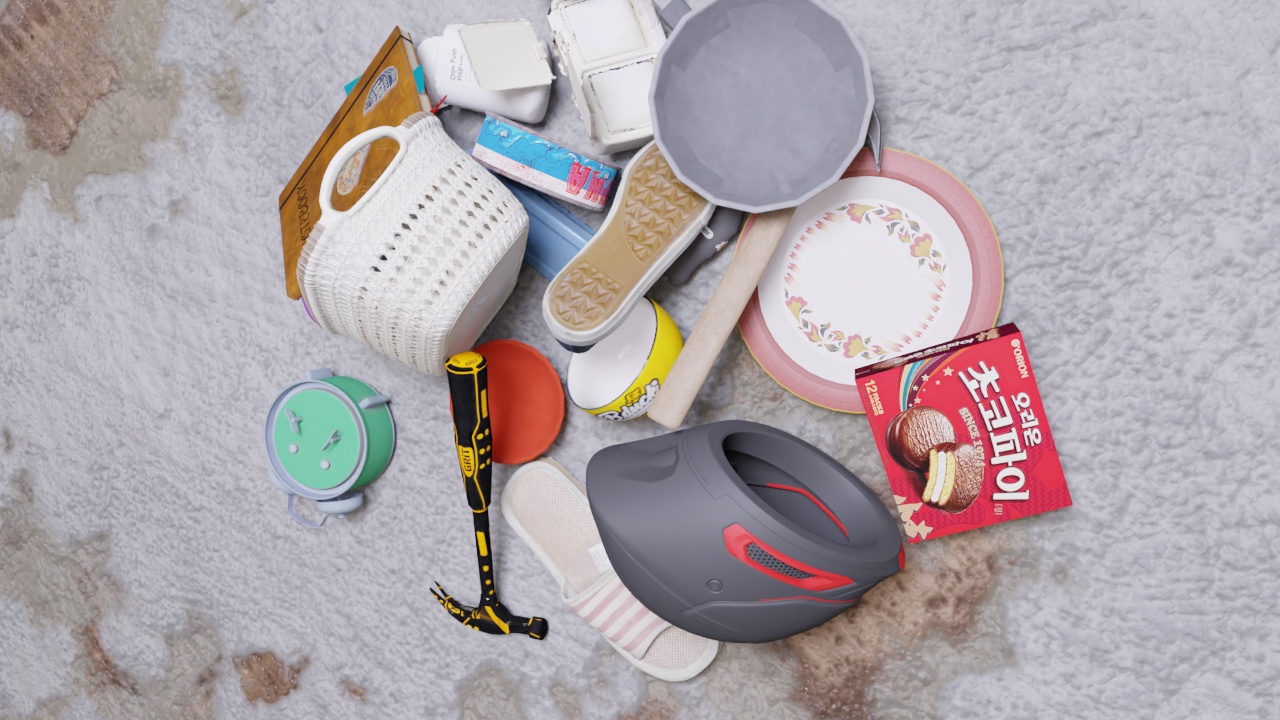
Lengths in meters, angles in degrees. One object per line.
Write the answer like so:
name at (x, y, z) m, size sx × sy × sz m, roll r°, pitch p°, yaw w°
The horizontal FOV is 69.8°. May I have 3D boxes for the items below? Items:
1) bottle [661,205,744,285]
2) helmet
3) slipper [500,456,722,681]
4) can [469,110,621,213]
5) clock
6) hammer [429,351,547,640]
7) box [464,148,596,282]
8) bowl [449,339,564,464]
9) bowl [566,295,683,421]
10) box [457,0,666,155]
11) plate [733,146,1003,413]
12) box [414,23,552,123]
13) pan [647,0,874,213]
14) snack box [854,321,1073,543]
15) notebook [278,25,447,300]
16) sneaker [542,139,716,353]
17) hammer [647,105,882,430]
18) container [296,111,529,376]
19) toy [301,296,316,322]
bottle at (0.061, -0.114, 0.832) m, size 0.110 × 0.036 × 0.036 m, roll -43°, pitch 81°, yaw 16°
helmet at (0.071, 0.151, 0.783) m, size 0.264 × 0.163 × 0.170 m, roll 29°, pitch 119°, yaw -5°
slipper at (-0.033, 0.200, 0.879) m, size 0.263 × 0.052 × 0.115 m, roll 43°, pitch 106°, yaw 10°
can at (-0.085, -0.178, 0.824) m, size 0.130 × 0.129 × 0.044 m, roll 26°, pitch 101°, yaw 14°
clock at (-0.329, 0.097, 0.949) m, size 0.122 × 0.075 × 0.162 m, roll 23°, pitch 101°, yaw 14°
hammer at (-0.154, 0.135, 0.864) m, size 0.123 × 0.036 × 0.321 m, roll 9°, pitch 120°, yaw 16°
box at (-0.099, -0.128, 0.893) m, size 0.210 × 0.049 × 0.066 m, roll 38°, pitch 123°, yaw 13°
bowl at (-0.126, 0.039, 0.903) m, size 0.122 × 0.035 × 0.122 m, roll 1°, pitch 95°, yaw 17°
bowl at (-0.005, 0.005, 0.836) m, size 0.118 × 0.067 × 0.117 m, roll -30°, pitch 45°, yaw 34°
box at (-0.041, -0.256, 0.791) m, size 0.096 × 0.185 × 0.145 m, roll -23°, pitch 89°, yaw 55°
plate at (0.194, -0.068, 0.803) m, size 0.230 × 0.021 × 0.230 m, roll 1°, pitch 95°, yaw 17°
box at (-0.161, -0.273, 0.874) m, size 0.162 × 0.112 × 0.084 m, roll 13°, pitch 101°, yaw 2°
pan at (0.035, -0.274, 0.744) m, size 0.179 × 0.041 × 0.357 m, roll -43°, pitch 91°, yaw 8°
snack box at (0.267, 0.062, 0.766) m, size 0.133 × 0.035 × 0.152 m, roll -18°, pitch 100°, yaw 17°
notebook at (-0.277, -0.201, 0.882) m, size 0.250 × 0.014 × 0.178 m, roll -45°, pitch 46°, yaw 24°
sneaker at (-0.001, -0.098, 0.805) m, size 0.087 × 0.079 × 0.235 m, roll 30°, pitch 69°, yaw 11°
hammer at (0.095, -0.092, 0.775) m, size 0.119 × 0.030 × 0.331 m, roll 28°, pitch 85°, yaw 23°
container at (-0.194, -0.089, 0.808) m, size 0.143 × 0.247 × 0.184 m, roll 35°, pitch 73°, yaw -2°
toy at (-0.320, -0.075, 0.944) m, size 0.106 × 0.055 × 0.088 m, roll 14°, pitch 97°, yaw 51°
